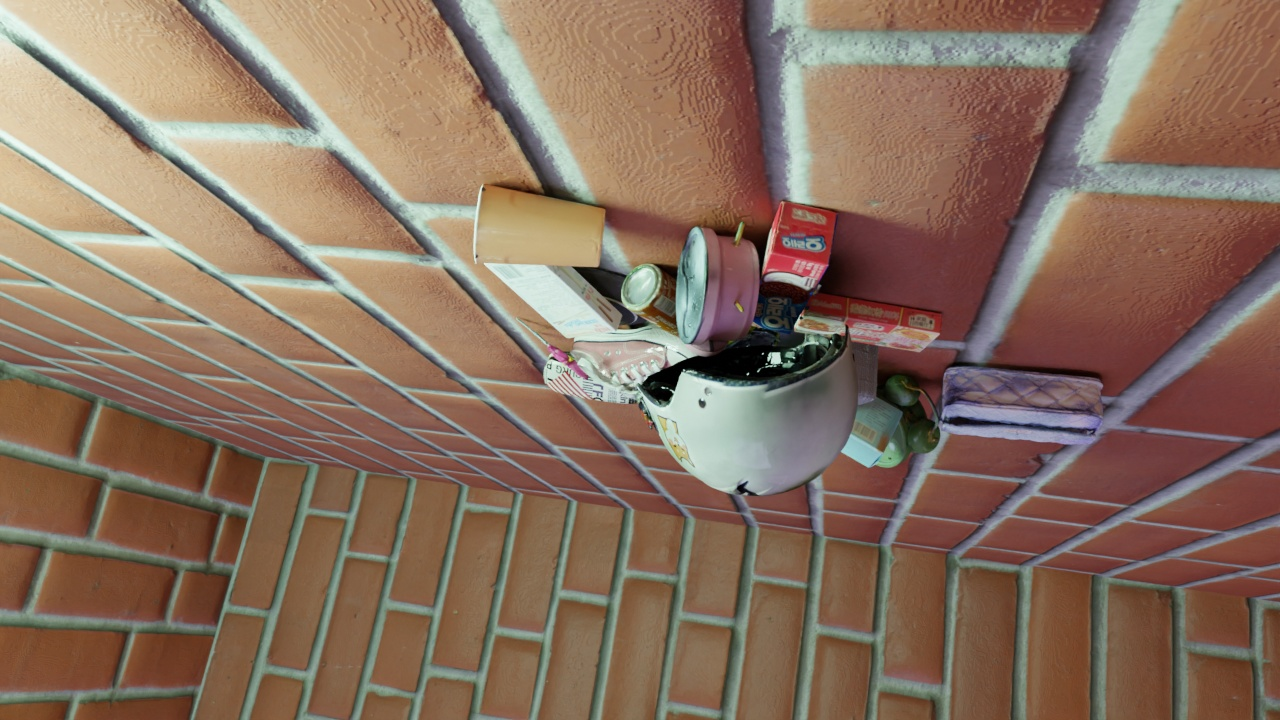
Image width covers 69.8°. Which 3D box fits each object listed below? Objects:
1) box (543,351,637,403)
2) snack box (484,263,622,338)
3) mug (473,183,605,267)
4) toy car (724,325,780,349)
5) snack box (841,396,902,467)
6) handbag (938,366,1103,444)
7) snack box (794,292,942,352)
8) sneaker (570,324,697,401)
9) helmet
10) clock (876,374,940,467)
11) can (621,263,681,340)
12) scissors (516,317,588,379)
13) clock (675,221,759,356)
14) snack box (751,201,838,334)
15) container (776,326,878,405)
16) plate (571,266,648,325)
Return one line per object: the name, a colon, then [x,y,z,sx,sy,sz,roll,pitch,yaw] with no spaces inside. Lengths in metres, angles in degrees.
box: [-0.063,0.012,1.412,0.163,0.083,0.075,8,127,10]
snack box: [-0.101,-0.082,1.074,0.085,0.026,0.157,-5,144,41]
mug: [-0.098,-0.128,0.905,0.122,0.078,0.078,6,164,-5]
toy car: [0.138,-0.027,1.170,0.048,0.032,0.105,17,158,-19]
snack box: [0.252,0.063,1.217,0.175,0.074,0.052,31,148,8]
handbag: [0.488,0.063,1.190,0.194,0.075,0.134,5,163,19]
snack box: [0.259,-0.043,1.055,0.153,0.025,0.075,10,164,1]
sneaker: [-0.007,0.007,1.222,0.241,0.087,0.118,5,150,42]
helmet: [0.123,0.064,0.992,0.229,0.157,0.274,-15,-178,-19]
clock: [0.353,0.082,1.272,0.056,0.116,0.162,-23,175,-26]
can: [0.042,-0.060,1.070,0.058,0.057,0.147,-4,159,39]
scissors: [-0.125,-0.017,1.290,0.133,0.017,0.130,40,180,-1]
clock: [0.072,-0.067,0.931,0.059,0.117,0.159,4,165,-12]
snack box: [0.147,-0.086,0.922,0.058,0.057,0.208,12,164,3]
container: [0.228,0.010,1.145,0.114,0.090,0.090,13,164,-20]
plate: [-0.058,-0.073,1.148,0.179,0.024,0.179,9,164,2]
